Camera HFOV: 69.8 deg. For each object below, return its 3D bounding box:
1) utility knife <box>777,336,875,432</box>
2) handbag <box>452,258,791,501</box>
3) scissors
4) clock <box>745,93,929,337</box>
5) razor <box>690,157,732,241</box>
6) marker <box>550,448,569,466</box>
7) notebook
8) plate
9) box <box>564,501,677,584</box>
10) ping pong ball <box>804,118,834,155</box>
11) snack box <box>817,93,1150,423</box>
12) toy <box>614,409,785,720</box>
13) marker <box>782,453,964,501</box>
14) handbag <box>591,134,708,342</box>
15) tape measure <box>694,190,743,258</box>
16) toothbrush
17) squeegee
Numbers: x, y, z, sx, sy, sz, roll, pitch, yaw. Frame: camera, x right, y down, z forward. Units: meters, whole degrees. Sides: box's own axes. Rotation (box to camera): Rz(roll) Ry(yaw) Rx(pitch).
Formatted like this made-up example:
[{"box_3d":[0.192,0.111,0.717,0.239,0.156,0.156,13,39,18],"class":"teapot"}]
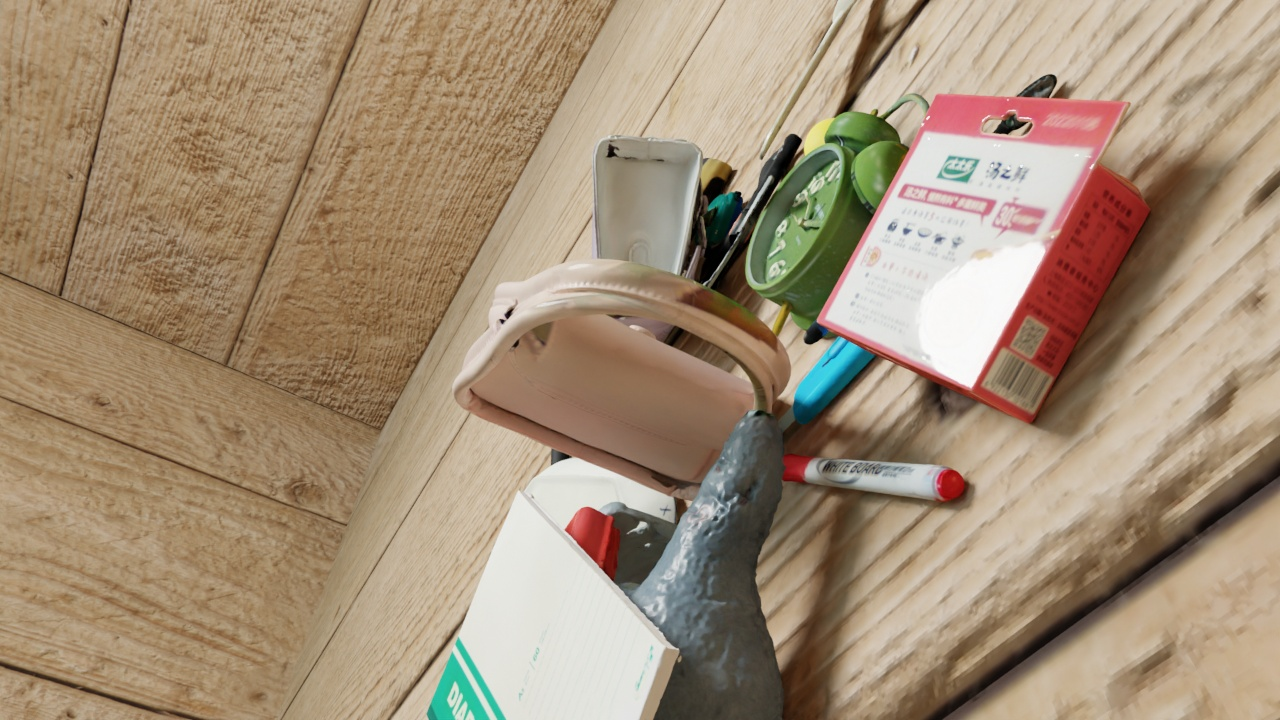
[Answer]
[{"box_3d":[0.114,0.003,0.532,0.210,0.018,0.034,-55,20,33],"class":"utility knife"},{"box_3d":[-0.003,0.003,0.538,0.235,0.193,0.093,134,157,-71],"class":"handbag"},{"box_3d":[0.076,-0.105,0.695,0.230,0.022,0.221,-59,-2,-29],"class":"scissors"},{"box_3d":[0.125,-0.090,0.564,0.162,0.056,0.116,-56,20,26],"class":"clock"},{"box_3d":[0.034,-0.126,0.908,0.168,0.062,0.067,-55,49,13],"class":"razor"},{"box_3d":[-0.082,0.125,0.939,0.022,0.020,0.131,-40,25,18],"class":"marker"},{"box_3d":[-0.056,0.167,0.466,0.209,0.012,0.150,23,92,63],"class":"notebook"},{"box_3d":[-0.058,0.151,0.742,0.266,0.034,0.162,-10,62,61],"class":"plate"},{"box_3d":[-0.045,0.187,0.584,0.202,0.099,0.112,-56,8,23],"class":"box"},{"box_3d":[0.135,-0.149,0.642,0.040,0.040,0.040,-55,20,30],"class":"ping pong ball"},{"box_3d":[0.153,-0.051,0.414,0.127,0.044,0.113,-63,28,6],"class":"snack box"},{"box_3d":[0.004,0.194,0.450,0.356,0.091,0.138,-66,26,1],"class":"toy"},{"box_3d":[0.111,0.058,0.466,0.017,0.017,0.145,-68,17,-11],"class":"marker"},{"box_3d":[0.002,-0.088,0.779,0.197,0.098,0.145,106,170,-82],"class":"handbag"},{"box_3d":[0.069,-0.123,0.828,0.055,0.025,0.058,-15,51,67],"class":"tape measure"},{"box_3d":[0.152,-0.076,0.497,0.190,0.014,0.016,-50,0,22],"class":"toothbrush"},{"box_3d":[0.191,-0.272,0.621,0.246,0.039,0.247,-59,20,-19],"class":"squeegee"}]
